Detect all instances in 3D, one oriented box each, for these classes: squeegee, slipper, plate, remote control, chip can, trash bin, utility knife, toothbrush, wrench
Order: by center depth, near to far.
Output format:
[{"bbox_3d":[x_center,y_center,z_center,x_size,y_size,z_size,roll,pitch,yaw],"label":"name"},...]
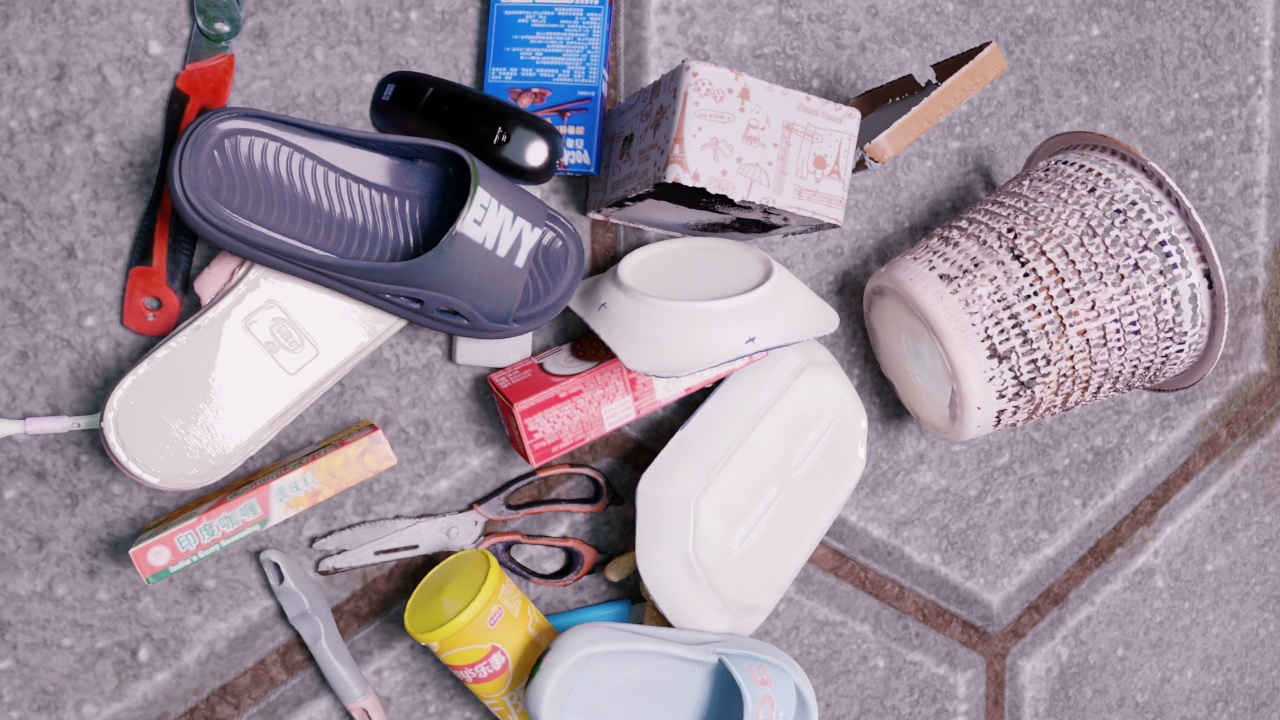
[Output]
[{"bbox_3d":[-0.405,0.040,0.546,0.189,0.020,0.029,-4,126,-20],"label":"toothbrush"},{"bbox_3d":[-0.143,-0.084,0.567,0.267,0.083,0.110,15,79,-32],"label":"slipper"},{"bbox_3d":[-0.281,-0.149,0.588,0.056,0.016,0.273,17,85,-21],"label":"wrench"},{"bbox_3d":[-0.224,-0.031,0.593,0.114,0.055,0.273,47,66,-21],"label":"slipper"},{"bbox_3d":[0.036,0.238,0.614,0.245,0.074,0.104,25,97,-32],"label":"slipper"},{"bbox_3d":[-0.191,0.236,0.620,0.248,0.040,0.249,-27,91,9],"label":"squeegee"},{"bbox_3d":[-0.119,-0.159,0.621,0.136,0.024,0.053,20,91,2],"label":"remote control"},{"bbox_3d":[-0.071,0.225,0.638,0.072,0.072,0.213,-43,117,-15],"label":"chip can"},{"bbox_3d":[0.039,-0.050,0.641,0.163,0.164,0.034,-16,122,-21],"label":"plate"},{"bbox_3d":[-0.104,-0.063,0.659,0.056,0.019,0.135,2,92,-22],"label":"remote control"},{"bbox_3d":[0.100,0.091,0.696,0.264,0.034,0.162,-44,113,-32],"label":"plate"},{"bbox_3d":[-0.040,0.201,0.698,0.216,0.018,0.034,-9,95,-22],"label":"utility knife"},{"bbox_3d":[0.297,-0.040,0.730,0.192,0.227,0.227,-25,101,-6],"label":"trash bin"}]

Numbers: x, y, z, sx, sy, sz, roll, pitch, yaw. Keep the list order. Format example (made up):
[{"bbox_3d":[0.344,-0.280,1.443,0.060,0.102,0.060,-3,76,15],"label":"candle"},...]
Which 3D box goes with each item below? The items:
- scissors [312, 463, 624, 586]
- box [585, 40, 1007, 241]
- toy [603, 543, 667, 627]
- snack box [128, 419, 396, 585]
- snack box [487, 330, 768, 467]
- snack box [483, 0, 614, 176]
[{"bbox_3d":[-0.118,0.135,0.665,0.205,0.015,0.196,-45,108,-14],"label":"scissors"},{"bbox_3d":[0.105,-0.150,0.653,0.273,0.179,0.125,-15,98,-19],"label":"box"},{"bbox_3d":[0.026,0.171,0.688,0.105,0.066,0.157,5,76,-16],"label":"toy"},{"bbox_3d":[-0.236,0.085,0.583,0.155,0.077,0.027,-27,101,-19],"label":"snack box"},{"bbox_3d":[-0.004,0.004,0.673,0.207,0.057,0.058,-24,121,-19],"label":"snack box"},{"bbox_3d":[-0.065,-0.210,0.645,0.084,0.026,0.157,5,91,8],"label":"snack box"}]
